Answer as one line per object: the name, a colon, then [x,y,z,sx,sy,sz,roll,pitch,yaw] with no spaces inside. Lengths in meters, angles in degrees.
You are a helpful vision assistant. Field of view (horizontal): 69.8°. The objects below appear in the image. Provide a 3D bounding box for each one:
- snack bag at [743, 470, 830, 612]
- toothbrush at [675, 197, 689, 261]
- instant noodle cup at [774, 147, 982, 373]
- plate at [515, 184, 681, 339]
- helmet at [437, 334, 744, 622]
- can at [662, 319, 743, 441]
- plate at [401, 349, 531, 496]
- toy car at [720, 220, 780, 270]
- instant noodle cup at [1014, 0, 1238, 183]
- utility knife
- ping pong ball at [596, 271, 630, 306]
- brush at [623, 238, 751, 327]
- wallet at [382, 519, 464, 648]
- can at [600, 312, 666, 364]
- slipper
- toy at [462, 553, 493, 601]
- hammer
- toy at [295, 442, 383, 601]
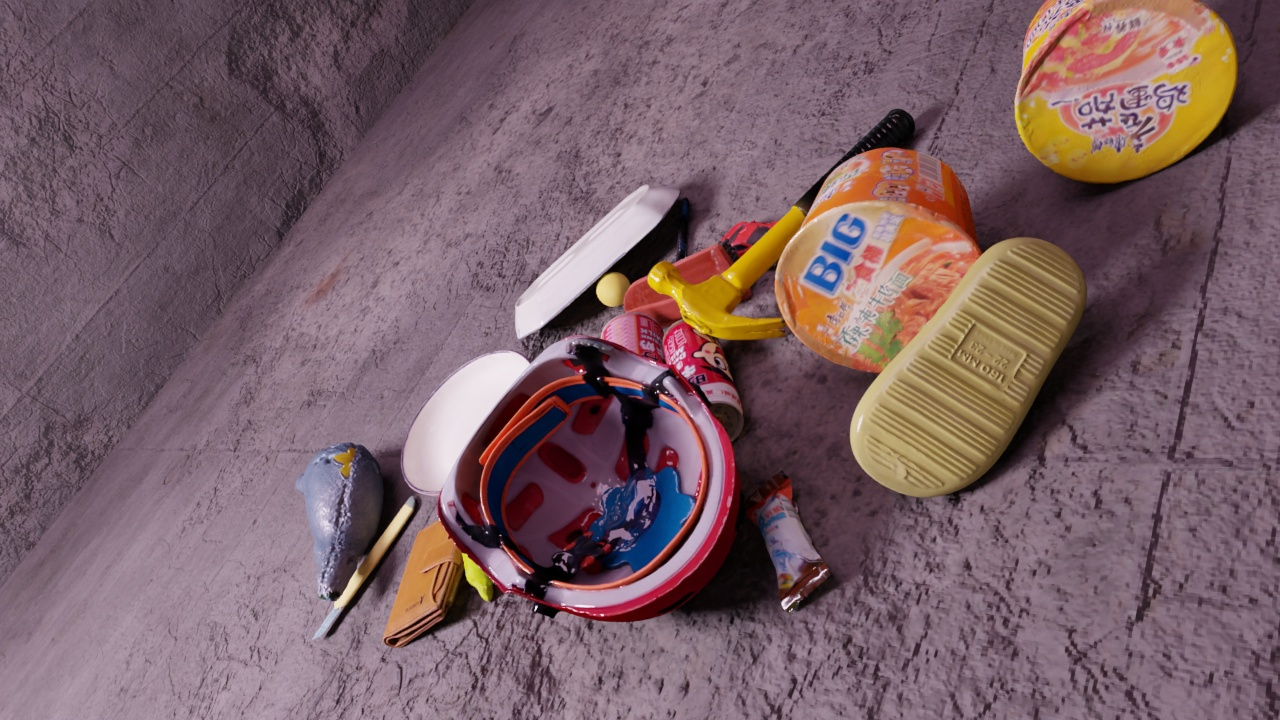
snack bag: [0.103,0.126,0.653,0.048,0.026,0.104,-47,27,22]
toothbrush: [0.049,-0.134,1.050,0.016,0.014,0.189,-26,34,28]
instant noodle cup: [0.186,-0.082,0.694,0.152,0.151,0.111,-22,29,34]
plate: [-0.062,-0.128,1.116,0.266,0.034,0.162,-41,14,6]
helmet: [-0.017,0.108,0.713,0.240,0.144,0.206,27,77,35]
can: [0.054,0.018,0.817,0.053,0.053,0.132,-36,31,16]
plate: [-0.184,0.075,1.034,0.193,0.039,0.192,-24,41,23]
toy car: [0.113,-0.121,0.937,0.049,0.031,0.106,-52,29,-14]
instant noodle cup: [0.345,-0.216,0.672,0.138,0.138,0.109,-25,28,31]
utility knife: [-0.313,0.233,1.045,0.031,0.020,0.189,-5,42,56]
ping pong ball: [-0.031,-0.082,1.057,0.040,0.040,0.040,-31,33,23]
brush: [0.038,-0.067,0.931,0.146,0.063,0.069,-19,26,40]
wallet: [-0.204,0.210,0.920,0.119,0.035,0.130,-40,27,36]
can: [-0.005,0.005,0.893,0.067,0.066,0.093,-34,32,20]
slipper: [0.219,0.007,0.615,0.190,0.091,0.081,-54,-10,4]
toy: [-0.148,0.176,0.849,0.031,0.096,0.100,-12,-6,-20]
hammer: [0.152,-0.133,0.859,0.129,0.033,0.300,40,75,22]
toy: [-0.372,0.173,1.125,0.138,0.091,0.356,-58,28,2]
